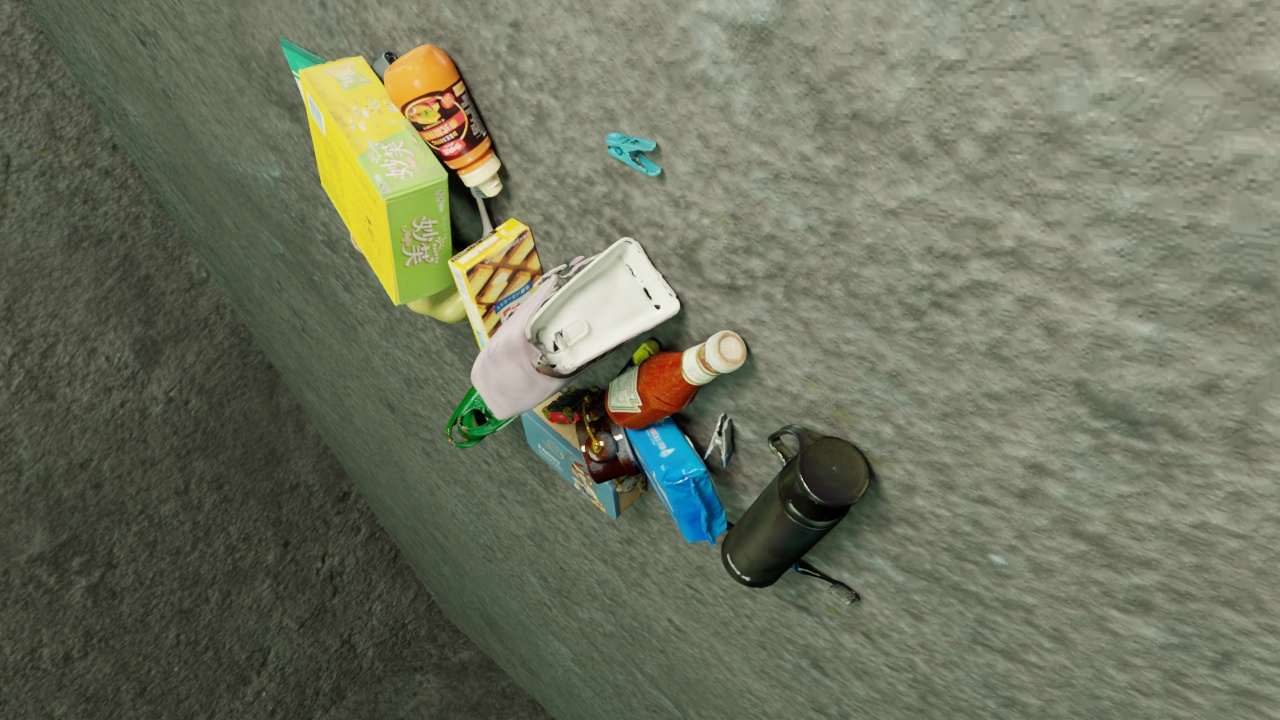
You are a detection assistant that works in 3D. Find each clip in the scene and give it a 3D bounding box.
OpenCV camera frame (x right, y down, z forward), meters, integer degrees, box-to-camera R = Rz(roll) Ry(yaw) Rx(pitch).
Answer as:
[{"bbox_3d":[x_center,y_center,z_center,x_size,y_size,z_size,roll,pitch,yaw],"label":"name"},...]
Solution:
[{"bbox_3d":[0.077,0.074,0.876,0.045,0.027,0.058,22,138,17],"label":"clip"},{"bbox_3d":[-0.006,-0.161,0.705,0.056,0.013,0.039,30,148,38],"label":"clip"}]

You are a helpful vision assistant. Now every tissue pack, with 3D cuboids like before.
[{"bbox_3d":[0.036,0.111,0.935,0.157,0.052,0.095,53,169,54],"label":"tissue pack"}]

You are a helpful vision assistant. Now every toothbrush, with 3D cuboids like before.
[{"bbox_3d":[-0.158,-0.111,1.013,0.026,0.026,0.221,18,143,22],"label":"toothbrush"},{"bbox_3d":[0.149,0.207,0.950,0.190,0.016,0.014,22,135,47],"label":"toothbrush"}]

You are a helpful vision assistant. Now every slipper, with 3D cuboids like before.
[{"bbox_3d":[-0.215,-0.078,1.077,0.081,0.091,0.191,36,176,-29],"label":"slipper"}]

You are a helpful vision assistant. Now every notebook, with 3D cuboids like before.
[{"bbox_3d":[-0.358,-0.295,1.112,0.209,0.012,0.151,33,149,33],"label":"notebook"}]

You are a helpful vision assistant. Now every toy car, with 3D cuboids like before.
[{"bbox_3d":[-0.077,0.055,1.077,0.031,0.049,0.106,56,154,-14],"label":"toy car"}]

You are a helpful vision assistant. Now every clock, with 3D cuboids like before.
[{"bbox_3d":[-0.038,0.086,1.002,0.122,0.055,0.082,62,-169,-54],"label":"clock"}]

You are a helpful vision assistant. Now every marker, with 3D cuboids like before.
[{"bbox_3d":[-0.006,0.005,0.931,0.018,0.015,0.124,48,156,3],"label":"marker"}]

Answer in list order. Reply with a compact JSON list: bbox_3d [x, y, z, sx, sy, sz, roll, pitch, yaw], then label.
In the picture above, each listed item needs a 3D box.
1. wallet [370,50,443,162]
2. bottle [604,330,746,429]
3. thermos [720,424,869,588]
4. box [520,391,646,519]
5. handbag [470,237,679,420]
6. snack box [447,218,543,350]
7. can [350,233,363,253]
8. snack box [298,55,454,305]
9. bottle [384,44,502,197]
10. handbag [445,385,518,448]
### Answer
[{"bbox_3d":[-0.248,-0.260,0.970,0.097,0.019,0.121,1,129,58],"label":"wallet"},{"bbox_3d":[0.031,0.017,0.839,0.060,0.059,0.207,52,150,-4],"label":"bottle"},{"bbox_3d":[0.129,0.132,0.830,0.090,0.068,0.243,57,157,20],"label":"thermos"},{"bbox_3d":[-0.075,0.111,1.141,0.184,0.059,0.090,34,150,29],"label":"box"},{"bbox_3d":[-0.074,-0.025,0.851,0.098,0.144,0.197,50,155,-6],"label":"handbag"},{"bbox_3d":[-0.143,-0.070,0.971,0.034,0.086,0.141,34,151,32],"label":"snack box"},{"bbox_3d":[-0.325,-0.164,1.178,0.146,0.058,0.058,6,131,56],"label":"can"},{"bbox_3d":[-0.268,-0.184,0.940,0.210,0.069,0.158,52,152,27],"label":"snack box"},{"bbox_3d":[-0.176,-0.218,0.861,0.067,0.066,0.149,16,145,51],"label":"bottle"},{"bbox_3d":[-0.201,0.059,1.209,0.068,0.120,0.132,48,154,-8],"label":"handbag"}]
